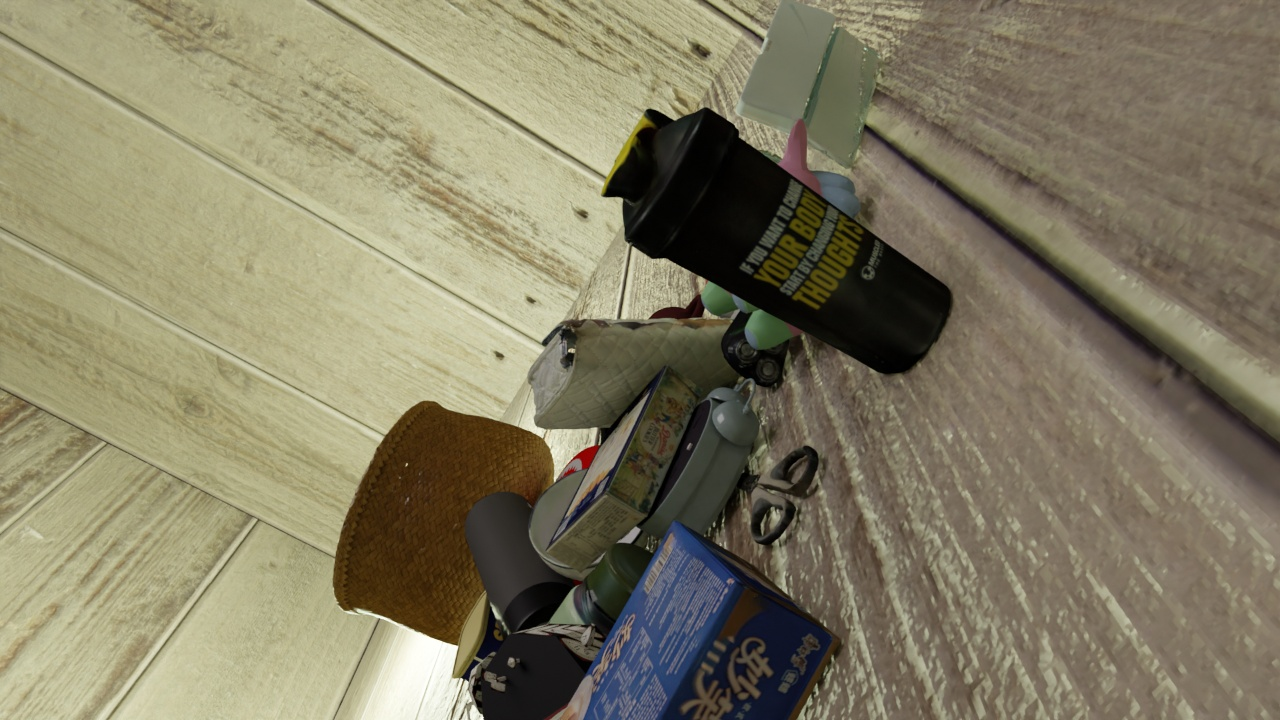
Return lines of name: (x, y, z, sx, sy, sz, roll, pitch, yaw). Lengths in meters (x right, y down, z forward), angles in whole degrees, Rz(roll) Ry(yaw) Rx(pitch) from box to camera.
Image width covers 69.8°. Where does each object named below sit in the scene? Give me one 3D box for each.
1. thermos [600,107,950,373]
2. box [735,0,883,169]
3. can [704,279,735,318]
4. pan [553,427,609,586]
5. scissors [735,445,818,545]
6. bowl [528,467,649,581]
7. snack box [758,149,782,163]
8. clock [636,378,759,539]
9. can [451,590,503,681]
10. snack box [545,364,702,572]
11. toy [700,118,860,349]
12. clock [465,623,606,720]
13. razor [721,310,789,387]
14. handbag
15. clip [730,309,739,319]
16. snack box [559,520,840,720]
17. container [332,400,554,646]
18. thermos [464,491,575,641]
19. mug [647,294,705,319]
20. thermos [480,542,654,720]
thermos: (0.083, -0.074, 0.572, 0.098, 0.221, 0.098, -58, 10, 17)
box: (0.182, -0.294, 0.952, 0.041, 0.134, 0.196, 116, 177, -55)
can: (0.097, -0.085, 1.005, 0.054, 0.054, 0.096, -54, 11, 27)
pan: (-0.075, 0.160, 1.148, 0.209, 0.067, 0.355, -55, 15, 25)
scissors: (0.094, 0.083, 0.674, 0.121, 0.012, 0.170, -57, 7, 20)
bowl: (-0.043, 0.167, 0.885, 0.062, 0.118, 0.117, 73, -152, -42)
snack box: (0.126, -0.185, 1.097, 0.122, 0.072, 0.072, -48, 15, 46)
clock: (0.051, 0.083, 0.759, 0.159, 0.045, 0.122, -58, 6, 9)
can: (-0.133, 0.296, 0.933, 0.056, 0.092, 0.116, -58, 10, 8)
snack box: (-0.015, 0.096, 0.801, 0.145, 0.042, 0.144, -50, 9, 51)
toy: (0.127, -0.098, 0.770, 0.171, 0.120, 0.222, -32, 38, -10)
clock: (-0.079, 0.258, 0.666, 0.155, 0.114, 0.065, -35, -22, 28)
razor: (0.113, -0.032, 0.820, 0.067, 0.054, 0.151, -37, 15, 36)
handbag: (-0.005, 0.005, 0.868, 0.139, 0.194, 0.072, -47, 53, 50)
clip: (0.101, -0.049, 0.925, 0.102, 0.050, 0.058, -58, -2, 15)
snack box: (0.013, 0.211, 0.537, 0.202, 0.069, 0.155, -60, 11, -3)
container: (-0.235, 0.213, 1.190, 0.307, 0.196, 0.307, 17, -92, -83)
thermos: (-0.117, 0.220, 0.929, 0.082, 0.082, 0.240, -59, 26, 5)
mug: (0.046, -0.029, 1.031, 0.106, 0.073, 0.082, -62, 9, 17)
thermos: (-0.053, 0.251, 0.735, 0.232, 0.082, 0.082, -56, 11, 17)
